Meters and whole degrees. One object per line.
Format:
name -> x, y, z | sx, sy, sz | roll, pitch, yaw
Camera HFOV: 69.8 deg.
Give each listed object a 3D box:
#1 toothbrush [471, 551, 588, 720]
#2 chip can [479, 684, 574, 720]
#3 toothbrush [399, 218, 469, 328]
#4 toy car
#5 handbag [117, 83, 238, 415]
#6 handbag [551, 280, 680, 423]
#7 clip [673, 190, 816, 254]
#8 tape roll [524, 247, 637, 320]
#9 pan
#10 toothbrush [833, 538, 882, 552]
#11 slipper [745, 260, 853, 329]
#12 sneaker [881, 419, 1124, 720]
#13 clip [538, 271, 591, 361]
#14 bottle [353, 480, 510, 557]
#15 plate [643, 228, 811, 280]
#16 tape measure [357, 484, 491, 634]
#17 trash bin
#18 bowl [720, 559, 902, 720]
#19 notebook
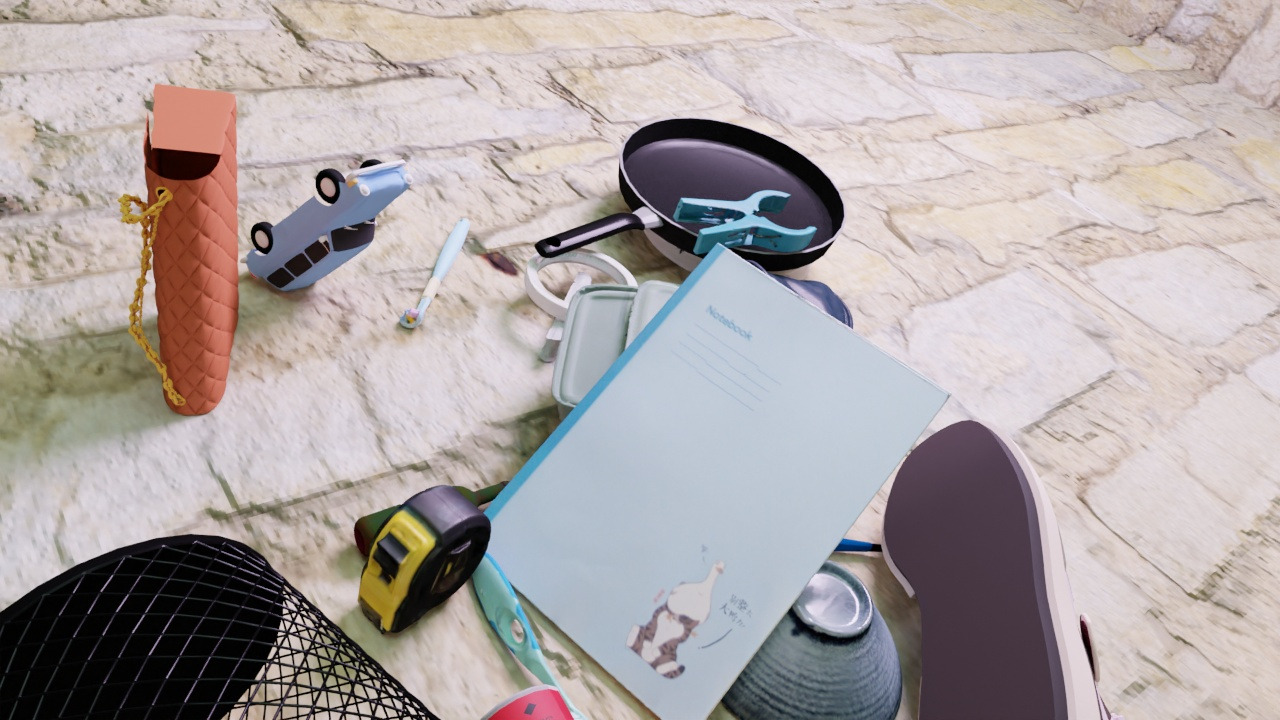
toothbrush -> -0.065, 0.157, 0.510 | 0.135, 0.022, 0.017 | 50, 12, 32
chip can -> -0.007, 0.246, 0.399 | 0.051, 0.052, 0.214 | -12, 47, -33
toothbrush -> -0.165, -0.076, 0.755 | 0.022, 0.016, 0.154 | -17, 33, 20
toy car -> -0.226, -0.097, 0.666 | 0.055, 0.154, 0.056 | 62, 34, -6
handbag -> -0.282, -0.064, 0.563 | 0.060, 0.172, 0.108 | 1, 41, -22
handbag -> -0.004, 0.004, 0.646 | 0.106, 0.067, 0.121 | 2, 49, 8
clip -> 0.088, -0.134, 0.814 | 0.130, 0.030, 0.119 | 6, 49, -16
tape roll -> -0.048, -0.061, 0.745 | 0.093, 0.013, 0.092 | 12, 39, -10
pan -> 0.041, -0.141, 0.848 | 0.355, 0.034, 0.225 | -27, 58, -38
toothbrush -> 0.142, 0.127, 0.636 | 0.167, 0.014, 0.014 | 6, 51, -15
slipper -> 0.096, -0.037, 0.761 | 0.264, 0.084, 0.109 | -18, 49, -40
sneaker -> 0.235, 0.166, 0.565 | 0.116, 0.112, 0.293 | 37, 34, -23
clip -> -0.040, -0.037, 0.737 | 0.059, 0.052, 0.101 | 9, 38, 7
bottle -> -0.121, 0.092, 0.560 | 0.105, 0.025, 0.025 | -16, 50, -36
plate -> 0.091, -0.138, 0.921 | 0.182, 0.034, 0.182 | 11, 39, -9
tape measure -> -0.117, 0.107, 0.508 | 0.042, 0.072, 0.071 | 37, 39, 26
trash bin -> -0.141, 0.182, 0.328 | 0.210, 0.184, 0.183 | 35, 40, 28
bowl -> 0.103, 0.157, 0.549 | 0.137, 0.057, 0.136 | 11, 38, -9
notebook -> 0.038, 0.065, 0.553 | 0.181, 0.009, 0.253 | 36, 78, 21
